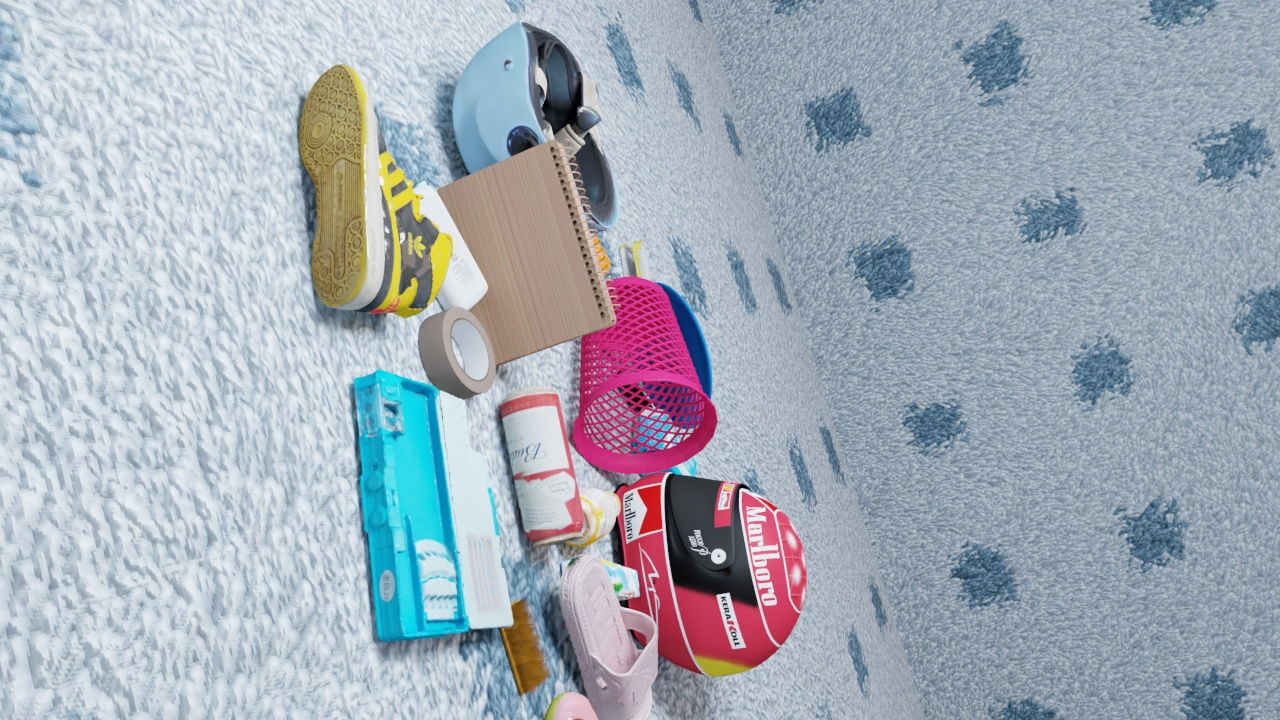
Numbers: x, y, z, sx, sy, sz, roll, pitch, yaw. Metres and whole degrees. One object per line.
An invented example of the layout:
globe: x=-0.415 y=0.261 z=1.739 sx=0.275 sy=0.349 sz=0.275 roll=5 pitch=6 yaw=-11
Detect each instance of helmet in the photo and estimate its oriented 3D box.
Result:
helmet: x=0.099 y=0.264 z=1.184 sx=0.197 sy=0.225 sz=0.270 roll=41 pitch=37 yaw=-62
helmet: x=-0.128 y=-0.265 z=1.125 sx=0.265 sy=0.167 sz=0.225 roll=66 pitch=20 yaw=-2

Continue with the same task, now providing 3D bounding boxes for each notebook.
notebook: x=-0.123 y=-0.117 z=1.009 sx=0.022 sy=0.169 sz=0.210 roll=-9 pitch=81 yaw=-70

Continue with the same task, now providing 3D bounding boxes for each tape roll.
tape roll: x=-0.188 y=-0.007 z=0.947 sx=0.094 sy=0.030 sz=0.093 roll=53 pitch=27 yaw=-43

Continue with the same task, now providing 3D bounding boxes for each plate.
plate: x=0.051 y=-0.008 z=1.366 sx=0.024 sy=0.225 sz=0.224 roll=-15 pitch=86 yaw=-26

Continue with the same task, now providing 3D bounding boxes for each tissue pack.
tissue pack: x=0.038 y=0.145 z=1.372 sx=0.144 sy=0.062 sz=0.092 roll=57 pitch=24 yaw=-35

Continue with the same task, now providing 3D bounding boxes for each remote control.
remote control: x=-0.211 y=-0.115 z=0.971 sx=0.060 sy=0.025 sz=0.138 roll=-53 pitch=125 yaw=-46
remote control: x=0.005 y=0.072 z=1.395 sx=0.041 sy=0.020 sz=0.152 roll=30 pitch=-23 yaw=52

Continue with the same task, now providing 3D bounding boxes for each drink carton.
drink carton: x=-0.045 y=0.258 z=1.080 sx=0.129 sy=0.044 sz=0.038 roll=37 pitch=40 yaw=-56

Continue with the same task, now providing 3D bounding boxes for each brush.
brush: x=-0.122 y=0.262 z=0.910 sx=0.048 sy=0.017 sz=0.126 roll=-13 pitch=85 yaw=-70

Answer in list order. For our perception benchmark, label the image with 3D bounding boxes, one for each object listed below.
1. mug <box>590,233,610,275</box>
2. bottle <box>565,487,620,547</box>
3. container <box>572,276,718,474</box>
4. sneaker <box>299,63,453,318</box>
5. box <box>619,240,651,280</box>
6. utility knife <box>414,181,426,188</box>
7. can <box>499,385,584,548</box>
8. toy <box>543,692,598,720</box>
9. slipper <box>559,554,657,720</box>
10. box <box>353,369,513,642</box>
mug: x=-0.103 y=-0.161 z=1.265 sx=0.096 sy=0.077 sz=0.112 roll=61 pitch=-8 yaw=-28
bottle: x=-0.058 y=0.181 z=1.084 sx=0.108 sy=0.063 sz=0.063 roll=-6 pitch=79 yaw=-70
container: x=-0.007 y=0.007 z=1.233 sx=0.183 sy=0.183 sz=0.225 roll=52 pitch=20 yaw=-43
sneaker: x=-0.239 y=-0.149 z=0.848 sx=0.122 sy=0.086 sz=0.238 roll=20 pitch=59 yaw=-58
box: x=0.001 y=-0.101 z=1.541 sx=0.066 sy=0.045 sz=0.209 roll=59 pitch=19 yaw=-65
utility knife: x=-0.221 y=-0.136 z=0.999 sx=0.022 sy=0.015 sz=0.120 roll=-43 pitch=116 yaw=-65
can: x=-0.107 y=0.115 z=1.003 sx=0.067 sy=0.067 sz=0.170 roll=18 pitch=57 yaw=-66
toy: x=-0.060 y=0.388 z=0.913 sx=0.110 sy=0.051 sz=0.089 roll=60 pitch=24 yaw=-33
slipper: x=-0.022 y=0.317 z=1.005 sx=0.094 sy=0.064 sz=0.239 roll=-52 pitch=131 yaw=-50
box: x=-0.181 y=0.134 z=0.834 sx=0.181 sy=0.039 sz=0.226 roll=29 pitch=46 yaw=-64
